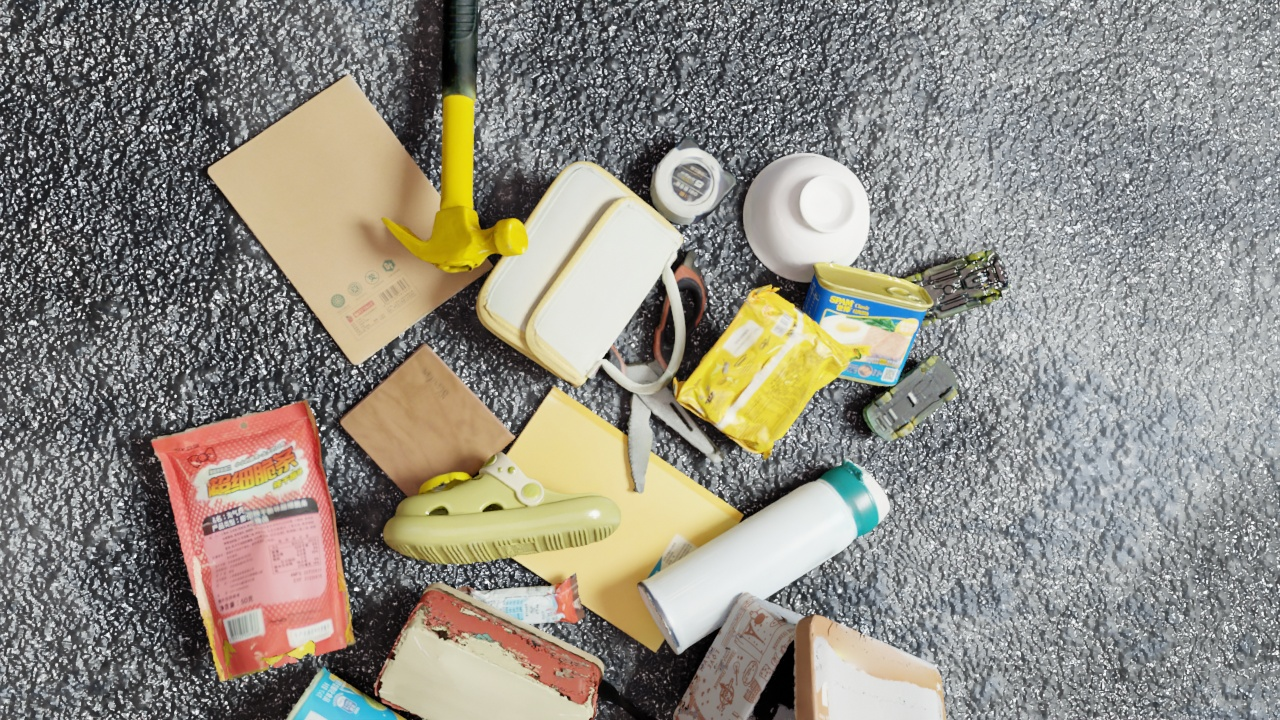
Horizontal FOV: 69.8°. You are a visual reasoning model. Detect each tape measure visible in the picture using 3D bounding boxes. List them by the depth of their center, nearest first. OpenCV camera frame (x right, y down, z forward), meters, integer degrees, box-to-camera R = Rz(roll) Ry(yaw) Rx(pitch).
[{"bbox_3d":[0.041,-0.155,0.809,0.066,0.033,0.066,44,82,-1],"label":"tape measure"}]

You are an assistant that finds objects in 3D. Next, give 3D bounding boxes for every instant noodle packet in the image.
[{"bbox_3d":[0.102,0.008,0.764,0.110,0.044,0.129,34,113,-11],"label":"instant noodle packet"}]

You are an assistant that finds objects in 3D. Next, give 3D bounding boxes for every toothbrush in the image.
[{"bbox_3d":[0.028,0.332,0.802,0.189,0.016,0.014,39,78,-6],"label":"toothbrush"}]

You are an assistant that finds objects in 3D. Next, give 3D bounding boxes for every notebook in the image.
[{"bbox_3d":[-0.248,-0.121,0.789,0.147,0.008,0.207,-37,92,-7],"label":"notebook"},{"bbox_3d":[-0.032,0.139,0.802,0.206,0.010,0.145,34,84,-4],"label":"notebook"}]

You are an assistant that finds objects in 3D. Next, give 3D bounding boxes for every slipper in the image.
[{"bbox_3d":[-0.112,0.120,0.755,0.190,0.092,0.081,-4,64,-7],"label":"slipper"}]

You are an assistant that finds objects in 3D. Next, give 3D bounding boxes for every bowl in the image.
[{"bbox_3d":[0.154,-0.132,0.805,0.118,0.065,0.118,0,87,-6],"label":"bowl"}]

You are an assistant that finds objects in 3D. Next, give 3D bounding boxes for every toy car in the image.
[{"bbox_3d":[0.241,0.034,0.822,0.091,0.036,0.043,-36,91,-6],"label":"toy car"},{"bbox_3d":[0.279,-0.065,0.834,0.105,0.032,0.048,-20,90,5],"label":"toy car"}]

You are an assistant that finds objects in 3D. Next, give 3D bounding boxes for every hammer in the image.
[{"bbox_3d":[-0.153,-0.218,0.766,0.129,0.032,0.300,-6,77,25],"label":"hammer"}]

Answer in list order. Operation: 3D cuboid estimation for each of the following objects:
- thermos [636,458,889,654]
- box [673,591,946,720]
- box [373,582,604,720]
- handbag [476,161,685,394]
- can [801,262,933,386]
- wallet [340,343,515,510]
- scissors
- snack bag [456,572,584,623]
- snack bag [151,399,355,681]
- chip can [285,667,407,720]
[{"bbox_3d":[0.110,0.164,0.785,0.224,0.073,0.073,-29,91,-12],"label":"thermos"},{"bbox_3d":[0.159,0.285,0.710,0.182,0.166,0.150,29,91,-29],"label":"box"},{"bbox_3d":[-0.121,0.261,0.741,0.168,0.078,0.091,27,108,-5],"label":"box"},{"bbox_3d":[-0.029,-0.057,0.771,0.178,0.063,0.163,35,85,-6],"label":"handbag"},{"bbox_3d":[0.187,-0.031,0.795,0.102,0.057,0.083,12,117,-5],"label":"can"},{"bbox_3d":[-0.183,0.059,0.785,0.101,0.020,0.115,-44,90,-7],"label":"wallet"},{"bbox_3d":[-0.003,0.002,0.804,0.189,0.015,0.225,14,84,-5],"label":"scissors"},{"bbox_3d":[-0.102,0.208,0.781,0.104,0.026,0.048,-7,105,1],"label":"snack bag"},{"bbox_3d":[-0.309,0.145,0.749,0.128,0.073,0.207,-14,84,-11],"label":"snack bag"},{"bbox_3d":[-0.191,0.336,0.748,0.210,0.071,0.071,33,85,-3],"label":"chip can"}]
